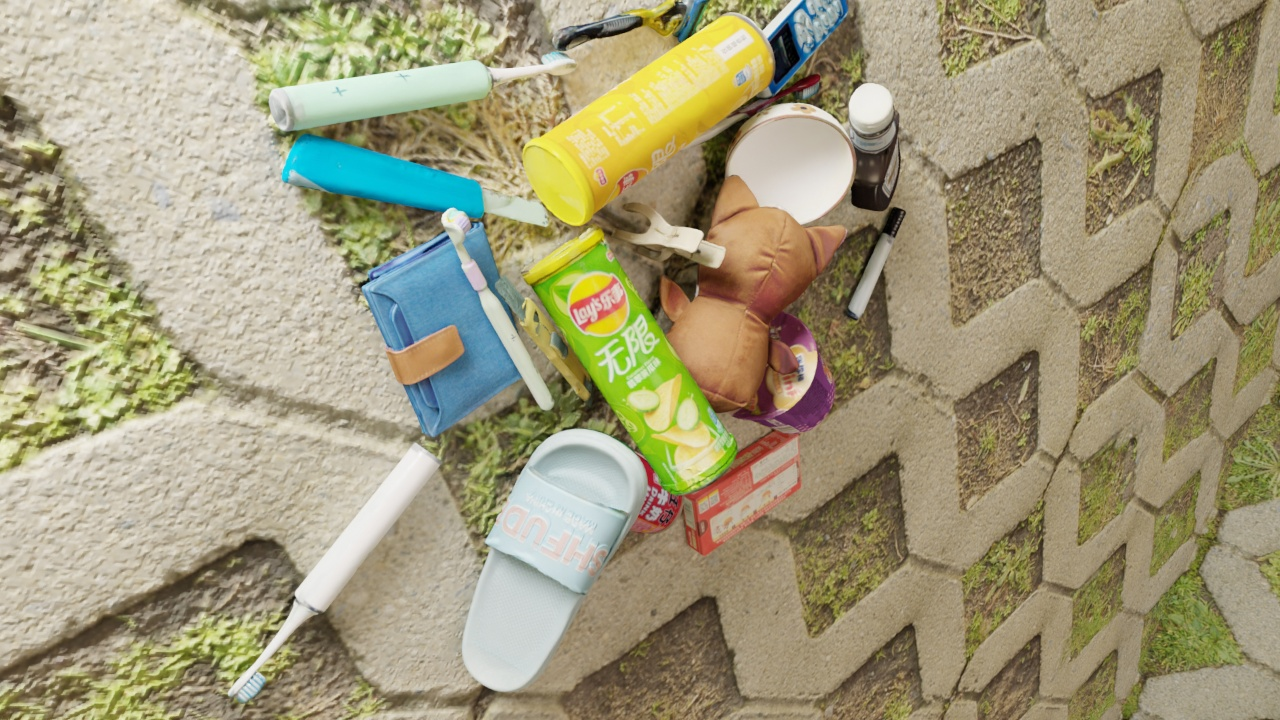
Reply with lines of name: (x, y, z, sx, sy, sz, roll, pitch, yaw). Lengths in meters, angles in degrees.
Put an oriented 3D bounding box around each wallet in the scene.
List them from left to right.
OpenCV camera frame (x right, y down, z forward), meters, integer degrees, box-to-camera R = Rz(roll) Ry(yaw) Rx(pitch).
wallet: (-0.139, -0.023, 0.675, 0.106, 0.040, 0.133, -36, 127, -31)

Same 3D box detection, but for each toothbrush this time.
toothbrush: (-0.226, 0.156, 0.678, 0.026, 0.027, 0.220, 39, 78, -10)
toothbrush: (-0.135, -0.185, 0.616, 0.223, 0.027, 0.027, -22, 154, -34)
toothbrush: (-0.100, -0.029, 0.677, 0.020, 0.029, 0.190, -21, 130, 0)
toothbrush: (0.097, -0.219, 0.817, 0.187, 0.016, 0.017, -32, 136, -29)

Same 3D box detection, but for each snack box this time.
snack box: (0.109, 0.136, 0.969, 0.152, 0.025, 0.075, -28, 125, -30)

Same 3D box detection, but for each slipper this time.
slipper: (-0.084, 0.166, 0.751, 0.245, 0.104, 0.074, -65, 165, 10)

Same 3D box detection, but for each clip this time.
clip: (0.013, -0.103, 0.735, 0.080, 0.104, 0.034, 28, 90, -30)

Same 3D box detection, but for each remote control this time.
remote control: (0.137, -0.290, 0.815, 0.124, 0.024, 0.049, -49, 132, -16)

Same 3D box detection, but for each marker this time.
marker: (0.259, -0.105, 1.006, 0.022, 0.018, 0.131, 21, 93, -54)

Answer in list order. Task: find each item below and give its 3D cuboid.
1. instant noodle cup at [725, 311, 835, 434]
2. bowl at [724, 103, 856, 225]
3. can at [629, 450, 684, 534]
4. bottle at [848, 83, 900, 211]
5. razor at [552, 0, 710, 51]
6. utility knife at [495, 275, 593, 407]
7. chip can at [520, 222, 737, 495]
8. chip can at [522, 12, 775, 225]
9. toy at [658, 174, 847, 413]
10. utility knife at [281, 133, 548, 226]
instant noodle cup: (0.134, 0.018, 0.892, 0.099, 0.112, 0.111, 32, 85, -54)
bowl: (0.130, -0.181, 0.815, 0.113, 0.062, 0.114, 1, 133, 1)
can: (-0.011, 0.116, 0.825, 0.093, 0.066, 0.066, 32, 85, -44)
bottle: (0.216, -0.199, 0.851, 0.194, 0.044, 0.080, 28, 77, -72)
razor: (-0.010, -0.256, 0.701, 0.142, 0.022, 0.043, -24, 158, -32)
utility knife: (-0.073, -0.014, 0.720, 0.195, 0.020, 0.030, 49, 36, -55)
chip can: (-0.004, 0.004, 0.721, 0.072, 0.073, 0.221, -39, 103, -23)
chip can: (0.010, -0.191, 0.712, 0.213, 0.072, 0.072, -41, 130, -22)
toy: (0.085, -0.052, 0.806, 0.140, 0.130, 0.200, 21, 99, -16)
utility knife: (-0.145, -0.119, 0.640, 0.206, 0.018, 0.034, 6, 90, -43)
